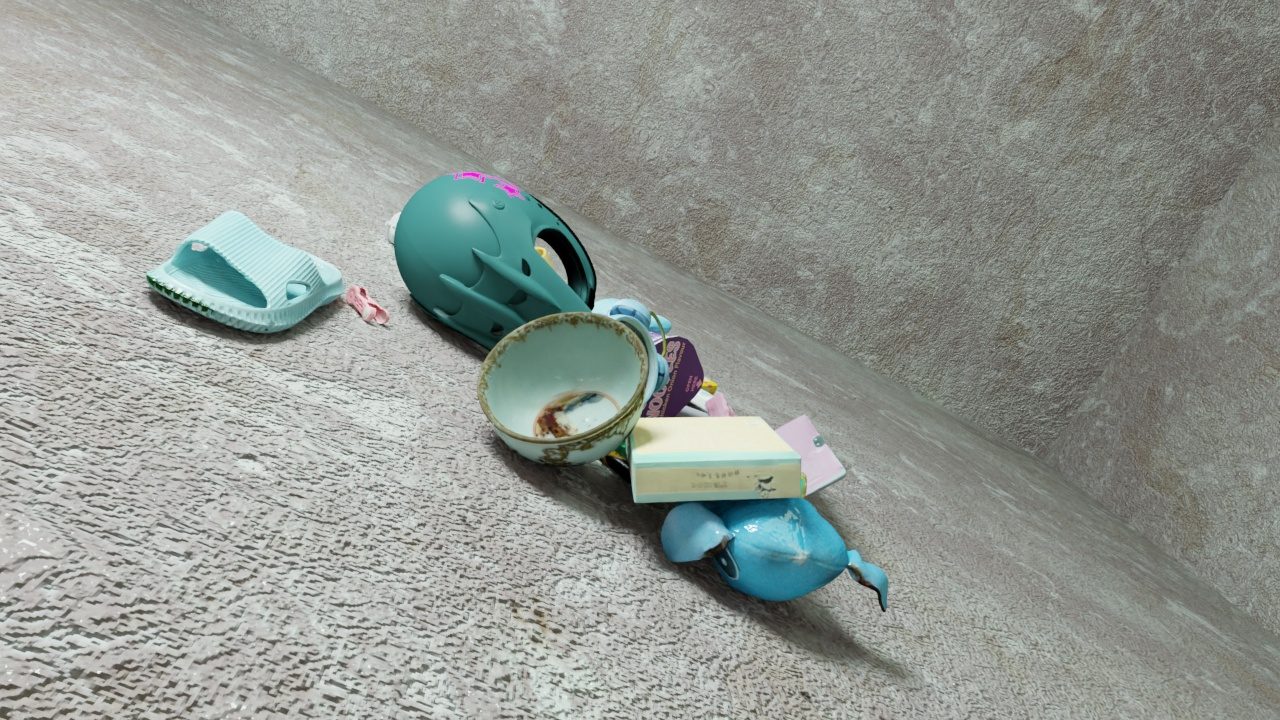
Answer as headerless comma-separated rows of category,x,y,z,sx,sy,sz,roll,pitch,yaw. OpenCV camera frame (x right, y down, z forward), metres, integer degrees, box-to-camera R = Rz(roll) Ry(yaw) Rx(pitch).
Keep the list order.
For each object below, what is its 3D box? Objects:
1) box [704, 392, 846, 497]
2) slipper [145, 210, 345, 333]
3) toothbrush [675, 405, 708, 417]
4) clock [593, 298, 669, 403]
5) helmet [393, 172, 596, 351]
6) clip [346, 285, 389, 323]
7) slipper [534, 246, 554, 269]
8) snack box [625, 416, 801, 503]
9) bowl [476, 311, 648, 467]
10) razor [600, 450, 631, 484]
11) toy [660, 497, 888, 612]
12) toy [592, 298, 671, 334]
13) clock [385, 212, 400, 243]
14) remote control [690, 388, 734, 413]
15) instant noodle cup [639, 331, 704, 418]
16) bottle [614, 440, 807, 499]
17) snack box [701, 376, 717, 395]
box,0.161,0.093,1.137,0.106,0.115,0.232,55,7,-11
slipper,-0.349,-0.087,0.866,0.116,0.069,0.276,32,11,-3
toothbrush,0.103,0.089,1.295,0.187,0.019,0.018,21,30,-34
clock,-0.024,-0.003,1.006,0.060,0.118,0.161,-7,22,38
helmet,-0.167,-0.103,1.092,0.275,0.177,0.199,38,25,-1
clip,-0.296,-0.058,0.980,0.060,0.023,0.045,36,11,6
slipper,-0.173,-0.136,1.328,0.263,0.078,0.099,43,11,-20
snack box,0.060,0.087,0.858,0.141,0.044,0.193,-1,8,-3
bowl,-0.066,0.042,0.866,0.160,0.159,0.094,39,-25,37
razor,-0.041,0.089,0.951,0.144,0.021,0.044,36,0,34
toy,0.124,0.160,0.853,0.224,0.099,0.191,15,10,-11
toy,-0.005,-0.023,1.326,0.180,0.115,0.183,43,24,8
clock,-0.307,-0.179,1.356,0.120,0.061,0.159,32,11,13
remote control,0.089,0.055,1.343,0.050,0.022,0.133,22,3,-29
instant noodle cup,-0.007,0.007,1.176,0.136,0.122,0.122,2,19,-47
bottle,0.071,0.115,0.986,0.209,0.068,0.068,21,13,-3
snack box,0.047,0.011,1.470,0.152,0.025,0.075,34,13,22
